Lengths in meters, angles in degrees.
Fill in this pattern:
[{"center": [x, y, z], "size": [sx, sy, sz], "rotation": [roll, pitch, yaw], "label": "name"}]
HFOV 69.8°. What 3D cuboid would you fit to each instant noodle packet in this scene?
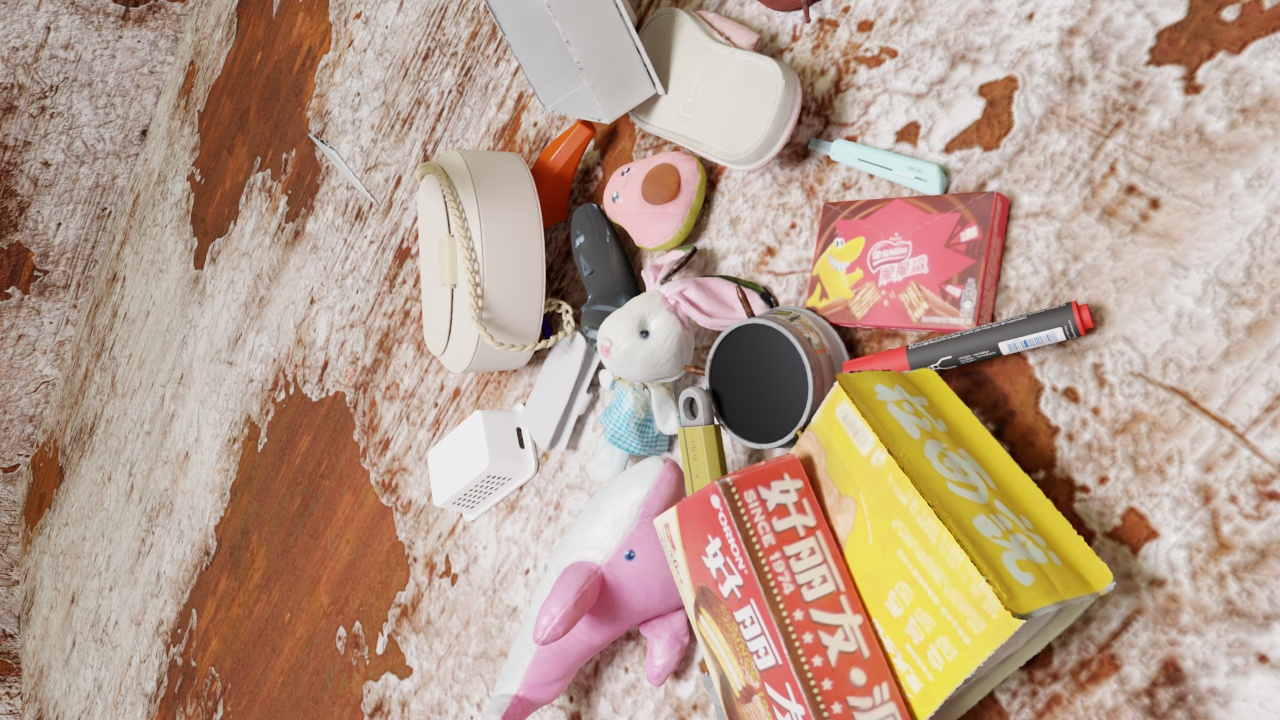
[{"center": [0.143, 0.135, 0.554], "size": [0.163, 0.084, 0.222], "rotation": [59, 143, 35], "label": "instant noodle packet"}]

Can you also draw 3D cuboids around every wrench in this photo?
[{"center": [0.060, 0.153, 0.647], "size": [0.084, 0.018, 0.273], "rotation": [-13, 84, 53], "label": "wrench"}]

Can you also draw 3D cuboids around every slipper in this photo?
[{"center": [0.058, -0.224, 0.759], "size": [0.114, 0.054, 0.274], "rotation": [-64, 33, 20], "label": "slipper"}]

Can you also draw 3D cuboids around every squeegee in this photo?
[{"center": [-0.095, -0.161, 0.912], "size": [0.185, 0.055, 0.249], "rotation": [-52, 46, 36], "label": "squeegee"}]

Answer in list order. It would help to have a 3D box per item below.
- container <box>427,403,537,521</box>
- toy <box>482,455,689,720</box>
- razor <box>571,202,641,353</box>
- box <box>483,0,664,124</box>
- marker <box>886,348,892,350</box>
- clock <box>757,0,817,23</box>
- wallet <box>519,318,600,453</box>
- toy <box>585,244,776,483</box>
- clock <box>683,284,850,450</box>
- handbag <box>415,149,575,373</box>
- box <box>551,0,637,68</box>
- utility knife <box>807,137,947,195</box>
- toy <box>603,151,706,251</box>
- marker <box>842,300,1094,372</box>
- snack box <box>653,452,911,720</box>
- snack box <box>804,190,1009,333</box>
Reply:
[{"center": [-0.165, 0.102, 0.925], "size": [0.130, 0.049, 0.080], "rotation": [-38, 54, 35], "label": "container"}, {"center": [-0.023, 0.196, 0.715], "size": [0.128, 0.186, 0.266], "rotation": [35, 110, 4], "label": "toy"}, {"center": [-0.037, -0.074, 0.814], "size": [0.053, 0.063, 0.140], "rotation": [-31, 70, 40], "label": "razor"}, {"center": [-0.156, -0.314, 0.734], "size": [0.167, 0.368, 0.150], "rotation": [34, 106, 59], "label": "box"}, {"center": [0.184, 0.044, 0.574], "size": [0.025, 0.025, 0.125], "rotation": [-45, 50, 31], "label": "marker"}, {"center": [0.105, -0.346, 0.728], "size": [0.121, 0.072, 0.157], "rotation": [-55, 46, 22], "label": "clock"}, {"center": [-0.072, 0.023, 0.861], "size": [0.086, 0.032, 0.116], "rotation": [45, 115, 56], "label": "wallet"}, {"center": [-0.004, 0.004, 0.729], "size": [0.131, 0.105, 0.206], "rotation": [41, 110, 41], "label": "toy"}, {"center": [0.104, 0.023, 0.643], "size": [0.148, 0.056, 0.104], "rotation": [49, 125, 28], "label": "clock"}, {"center": [-0.151, -0.095, 0.890], "size": [0.209, 0.103, 0.210], "rotation": [5, 98, 63], "label": "handbag"}, {"center": [-0.056, -0.370, 0.924], "size": [0.109, 0.136, 0.124], "rotation": [-21, 106, 42], "label": "box"}, {"center": [0.166, -0.142, 0.652], "size": [0.129, 0.015, 0.022], "rotation": [36, 138, 48], "label": "utility knife"}, {"center": [0.009, -0.139, 0.795], "size": [0.110, 0.051, 0.090], "rotation": [18, 88, 52], "label": "toy"}, {"center": [0.195, -0.006, 0.556], "size": [0.145, 0.021, 0.023], "rotation": [-17, 90, 30], "label": "marker"}, {"center": [0.091, 0.184, 0.545], "size": [0.236, 0.060, 0.113], "rotation": [68, 154, 13], "label": "snack box"}, {"center": [0.174, -0.065, 0.616], "size": [0.133, 0.021, 0.089], "rotation": [6, 86, 49], "label": "snack box"}]
